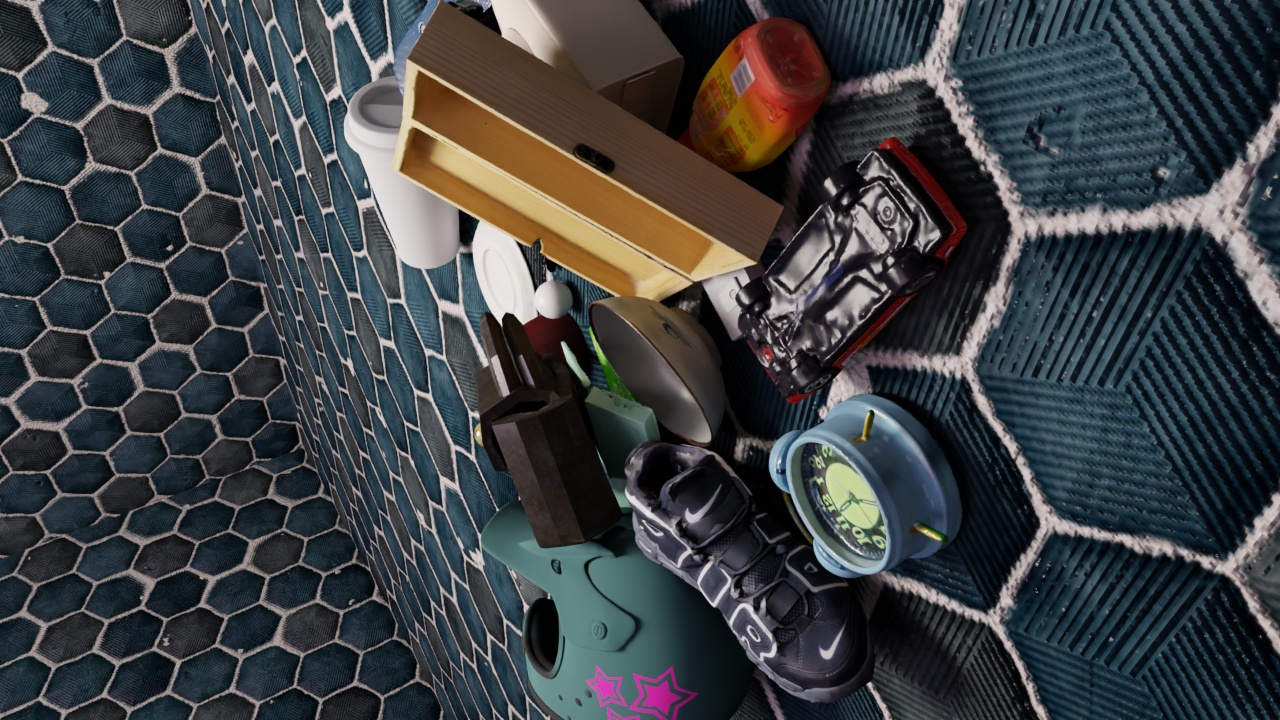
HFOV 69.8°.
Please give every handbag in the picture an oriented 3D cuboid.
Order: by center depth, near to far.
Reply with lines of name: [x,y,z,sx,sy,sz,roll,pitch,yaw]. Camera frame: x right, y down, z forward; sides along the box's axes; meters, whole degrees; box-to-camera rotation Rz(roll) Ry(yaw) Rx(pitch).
handbag: [-0.050,-0.219,0.744,0.194,0.101,0.198,57,163,21]
handbag: [-0.107,0.050,0.853,0.197,0.102,0.199,-131,22,-74]

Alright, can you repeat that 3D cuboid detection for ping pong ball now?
ping pong ball: [-0.092,-0.064,0.969,0.040,0.040,0.040,41,142,42]

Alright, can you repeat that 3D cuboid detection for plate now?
plate: [-0.167,-0.098,1.111,0.157,0.014,0.157,41,143,41]

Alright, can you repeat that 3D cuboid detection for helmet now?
helmet: [-0.021,0.236,0.873,0.275,0.176,0.200,11,109,32]

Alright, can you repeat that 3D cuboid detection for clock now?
clock: [0.147,0.090,0.628,0.118,0.060,0.162,61,156,12]

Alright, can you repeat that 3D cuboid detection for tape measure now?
tape measure: [0.074,-0.053,0.698,0.060,0.020,0.062,63,152,10]

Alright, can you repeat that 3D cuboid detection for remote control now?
remote control: [0.087,0.105,0.784,0.045,0.021,0.141,57,159,-18]

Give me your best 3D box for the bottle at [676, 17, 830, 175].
bottle: [0.067,-0.161,0.603,0.071,0.048,0.134,65,153,7]

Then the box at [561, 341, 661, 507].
box: [-0.025,0.078,0.892,0.139,0.052,0.187,32,152,34]

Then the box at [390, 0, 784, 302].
box: [-0.058,-0.126,0.677,0.247,0.068,0.254,29,162,-13]

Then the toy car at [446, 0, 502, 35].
toy car: [-0.155,-0.246,0.842,0.071,0.094,0.192,29,155,14]

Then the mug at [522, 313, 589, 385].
mug: [-0.109,0.000,0.993,0.114,0.088,0.087,17,124,57]

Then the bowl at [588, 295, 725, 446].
bowl: [0.025,-0.003,0.763,0.150,0.056,0.151,45,164,17]

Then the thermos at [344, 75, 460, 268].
thermos: [-0.273,-0.218,1.114,0.131,0.131,0.222,51,156,31]

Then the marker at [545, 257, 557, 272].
marker: [-0.086,-0.139,0.931,0.134,0.015,0.018,103,163,-48]

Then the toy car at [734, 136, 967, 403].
toy car: [0.123,-0.049,0.574,0.081,0.056,0.190,57,145,19]

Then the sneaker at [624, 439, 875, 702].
sneaker: [0.073,0.138,0.695,0.252,0.097,0.151,36,162,41]

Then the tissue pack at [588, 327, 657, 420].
tissue pack: [-0.005,0.005,0.872,0.100,0.034,0.114,-13,95,64]

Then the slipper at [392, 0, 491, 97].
slipper: [-0.160,-0.329,0.886,0.296,0.060,0.118,-28,87,53]
